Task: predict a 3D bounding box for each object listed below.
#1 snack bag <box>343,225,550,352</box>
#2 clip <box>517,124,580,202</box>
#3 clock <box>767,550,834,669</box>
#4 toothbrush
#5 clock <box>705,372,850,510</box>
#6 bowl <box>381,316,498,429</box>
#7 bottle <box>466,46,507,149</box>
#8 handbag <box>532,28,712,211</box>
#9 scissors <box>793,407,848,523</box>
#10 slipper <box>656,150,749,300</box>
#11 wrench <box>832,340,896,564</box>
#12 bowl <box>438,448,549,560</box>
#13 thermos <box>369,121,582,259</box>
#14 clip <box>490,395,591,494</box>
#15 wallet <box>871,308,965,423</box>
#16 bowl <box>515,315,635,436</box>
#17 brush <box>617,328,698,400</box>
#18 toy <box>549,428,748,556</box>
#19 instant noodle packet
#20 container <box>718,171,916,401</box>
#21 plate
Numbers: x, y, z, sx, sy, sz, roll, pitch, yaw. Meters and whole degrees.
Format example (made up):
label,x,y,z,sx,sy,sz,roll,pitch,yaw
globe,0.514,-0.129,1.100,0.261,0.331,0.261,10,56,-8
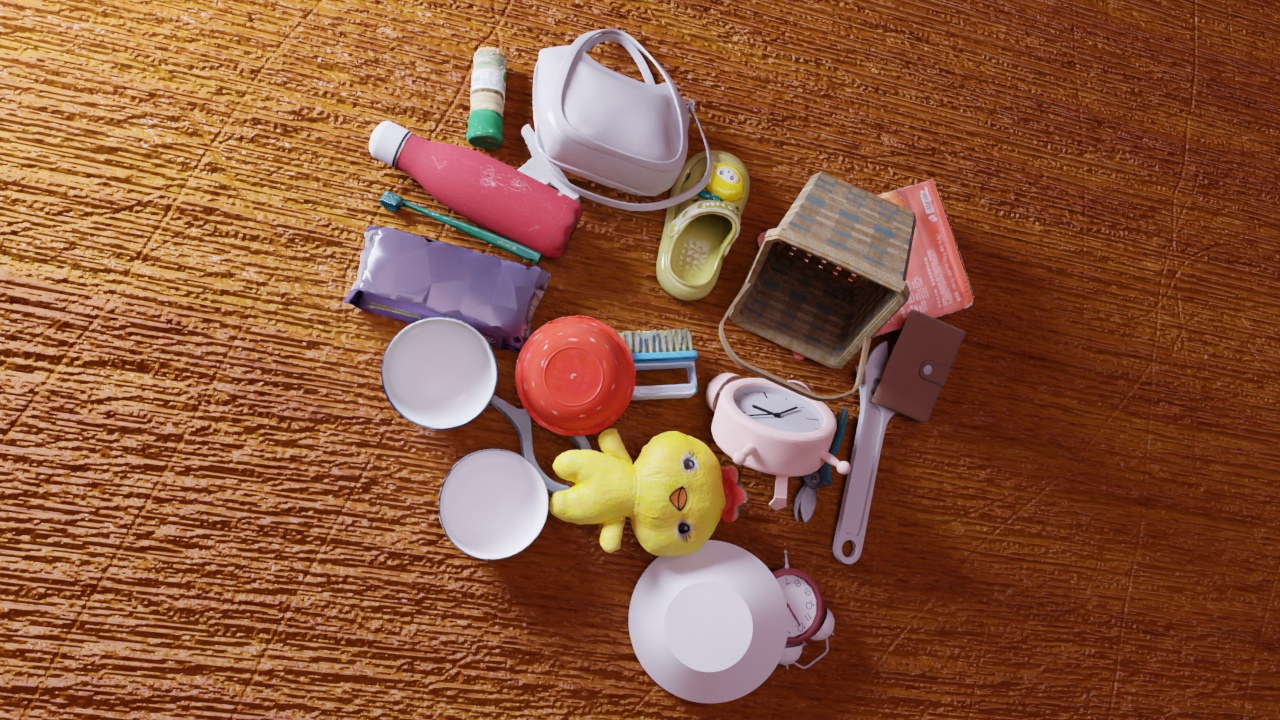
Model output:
label,x,y,z,sx,sy,sz,roll,pitch,yaw
snack bag,-0.205,-0.079,0.992,0.205,0.058,0.096,15,77,-11
clip,-0.113,-0.216,1.058,0.102,0.054,0.057,55,38,0
clock,0.166,0.284,1.031,0.087,0.044,0.124,-30,88,-17
toothbrush,-0.199,-0.144,1.009,0.190,0.016,0.017,22,56,1
clock,0.144,0.079,1.020,0.131,0.160,0.086,6,124,-13
bowl,-0.209,0.009,0.966,0.118,0.062,0.118,-2,101,-9
bottle,-0.174,-0.299,1.046,0.043,0.043,0.111,5,78,-13
handbag,-0.021,-0.295,1.066,0.215,0.096,0.222,16,56,-20
scissors,0.213,0.114,1.085,0.149,0.019,0.131,-26,87,-18
slipper,0.075,-0.164,1.067,0.091,0.082,0.190,20,79,-8
wrench,0.280,0.110,1.101,0.086,0.018,0.273,17,80,-22
bowl,-0.156,0.151,0.963,0.113,0.063,0.113,3,79,-14
thermos,-0.183,-0.193,1.009,0.240,0.073,0.073,26,75,-8
clip,-0.095,0.071,1.012,0.106,0.028,0.163,-37,92,-18
wallet,0.333,0.008,1.096,0.087,0.013,0.121,20,95,-22
bowl,-0.070,0.016,0.972,0.130,0.045,0.130,0,89,-1
brush,-0.006,0.006,1.029,0.135,0.055,0.075,-2,76,-14
toy,0.007,0.141,0.986,0.207,0.092,0.133,7,83,-20
instant noodle packet,0.267,-0.107,1.115,0.220,0.084,0.164,-18,90,-7
container,0.180,-0.057,0.975,0.157,0.250,0.186,25,73,4
plate,0.073,0.283,0.984,0.174,0.036,0.174,0,84,4
